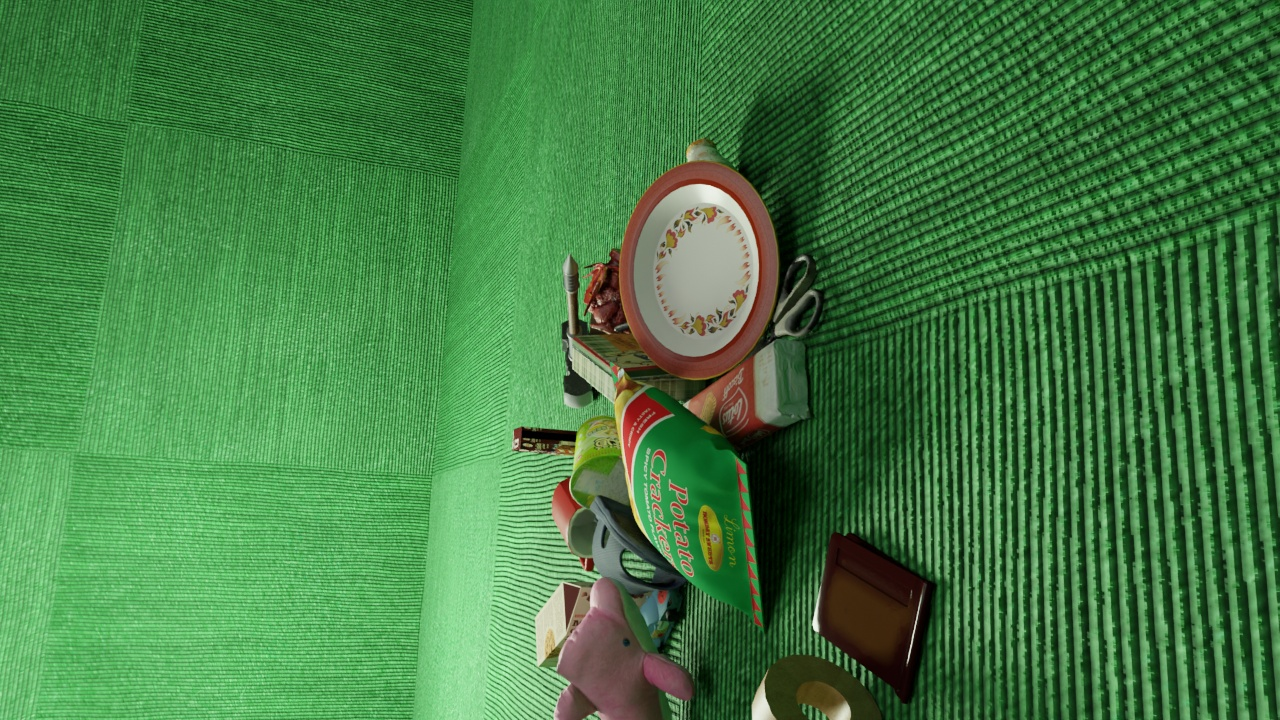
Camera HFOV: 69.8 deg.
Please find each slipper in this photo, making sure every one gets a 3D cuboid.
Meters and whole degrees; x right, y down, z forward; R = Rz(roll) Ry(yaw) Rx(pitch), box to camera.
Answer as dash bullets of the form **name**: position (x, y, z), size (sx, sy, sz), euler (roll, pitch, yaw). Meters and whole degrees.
- **slipper**: position (-0.015, 0.224, 1.078), size (0.082, 0.101, 0.264), euler (-66, 16, -2)

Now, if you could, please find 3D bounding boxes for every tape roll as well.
- **tape roll**: position (0.133, 0.268, 0.691), size (0.094, 0.094, 0.027), euler (-113, 35, -54)

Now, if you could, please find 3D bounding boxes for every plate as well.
- **plate**: position (0.061, -0.095, 0.974), size (0.230, 0.021, 0.230), euler (4, 95, 47)

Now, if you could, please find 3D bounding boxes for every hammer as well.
- **hammer**: position (-0.098, -0.061, 1.341), size (0.323, 0.043, 0.155), euler (94, 172, -61)

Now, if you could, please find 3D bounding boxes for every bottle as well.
- **bottle**: position (0.078, -0.201, 1.025), size (0.063, 0.063, 0.108), euler (118, 151, -44)
- **bottle**: position (-0.032, -0.090, 1.232), size (0.111, 0.099, 0.099), euler (-69, 23, 12)

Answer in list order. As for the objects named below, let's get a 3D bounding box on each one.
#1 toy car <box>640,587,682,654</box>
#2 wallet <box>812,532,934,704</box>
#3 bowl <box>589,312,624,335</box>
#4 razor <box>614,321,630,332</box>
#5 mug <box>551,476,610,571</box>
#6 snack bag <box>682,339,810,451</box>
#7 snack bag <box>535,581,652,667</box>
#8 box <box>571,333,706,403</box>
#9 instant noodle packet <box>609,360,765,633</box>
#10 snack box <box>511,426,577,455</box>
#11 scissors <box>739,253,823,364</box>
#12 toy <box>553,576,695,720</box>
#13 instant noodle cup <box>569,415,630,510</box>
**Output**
- **toy car**: position (0.017, 0.301, 1.085), size (0.060, 0.027, 0.108), euler (-110, 33, -51)
- **wallet**: position (0.177, 0.193, 0.707), size (0.116, 0.018, 0.091), euler (-154, 72, -67)
- **bowl**: position (-0.043, -0.064, 1.355), size (0.118, 0.030, 0.118), euler (-174, 90, -69)
- **razor**: position (0.008, -0.052, 1.165), size (0.106, 0.026, 0.042), euler (-15, 69, 40)
- **mug**: position (-0.077, 0.233, 1.289), size (0.096, 0.080, 0.116), euler (-139, 51, -66)
- **snack bag**: position (0.098, 0.051, 0.931), size (0.226, 0.041, 0.077), euler (136, 138, -62)
- **snack bag**: position (-0.063, 0.334, 1.195), size (0.207, 0.094, 0.069), euler (122, 148, -50)
- **box**: position (-0.007, 0.006, 1.112), size (0.205, 0.117, 0.050), euler (-147, 58, -69)
- **instant noodle packet**: position (0.042, 0.129, 0.921), size (0.253, 0.090, 0.196), euler (36, 142, 53)
- **snack box**: position (-0.109, 0.118, 1.317), size (0.051, 0.140, 0.031), euler (157, 118, -67)
- **scissors**: position (0.134, -0.042, 0.903), size (0.170, 0.012, 0.132), euler (169, 108, -71)
- **toy**: position (-0.030, 0.374, 1.000), size (0.187, 0.127, 0.265), euler (-17, 89, 58)
- **instant noodle cup**: position (-0.048, 0.133, 1.234), size (0.107, 0.099, 0.099), euler (-101, 26, -57)
